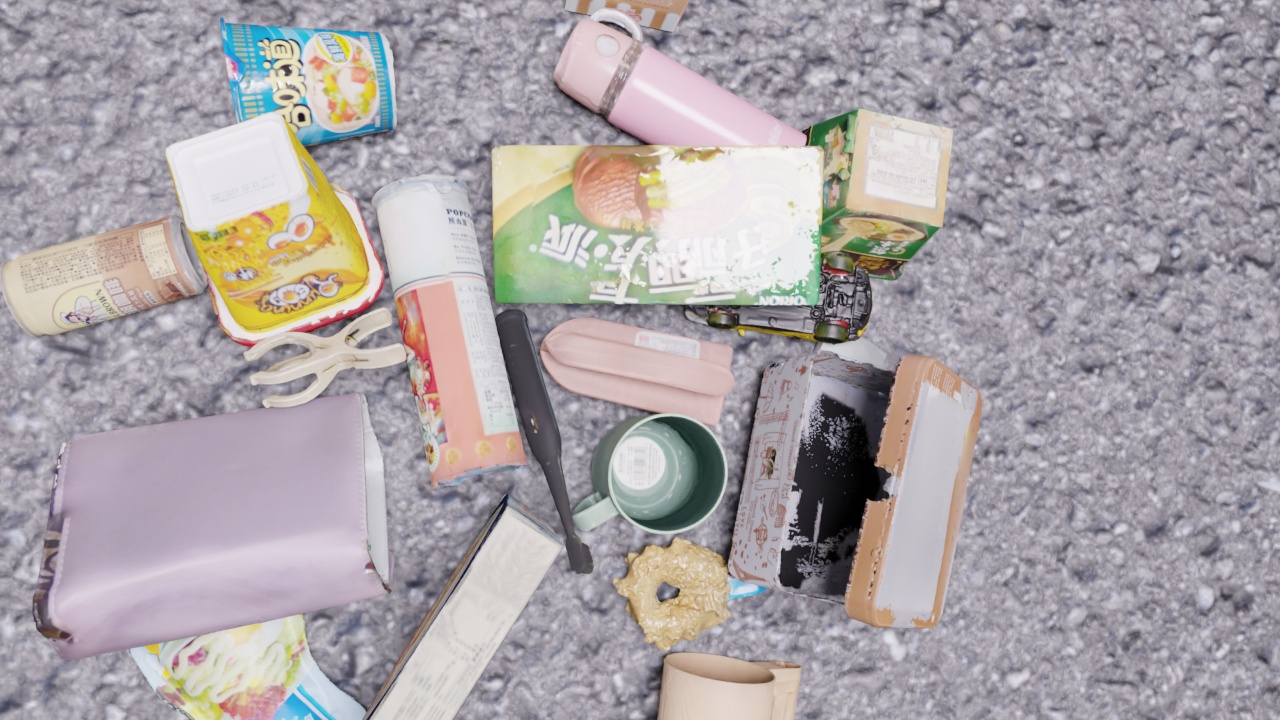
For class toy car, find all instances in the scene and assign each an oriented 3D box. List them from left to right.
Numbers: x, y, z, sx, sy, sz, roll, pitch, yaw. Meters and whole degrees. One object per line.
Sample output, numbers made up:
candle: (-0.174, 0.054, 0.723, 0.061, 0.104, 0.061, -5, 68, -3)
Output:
toy car: (0.108, -0.054, 0.733, 0.156, 0.041, 0.071, 6, 82, 3)

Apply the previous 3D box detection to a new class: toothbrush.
toothbrush: (-0.068, 0.053, 0.652, 0.026, 0.027, 0.212, -31, 58, 17)

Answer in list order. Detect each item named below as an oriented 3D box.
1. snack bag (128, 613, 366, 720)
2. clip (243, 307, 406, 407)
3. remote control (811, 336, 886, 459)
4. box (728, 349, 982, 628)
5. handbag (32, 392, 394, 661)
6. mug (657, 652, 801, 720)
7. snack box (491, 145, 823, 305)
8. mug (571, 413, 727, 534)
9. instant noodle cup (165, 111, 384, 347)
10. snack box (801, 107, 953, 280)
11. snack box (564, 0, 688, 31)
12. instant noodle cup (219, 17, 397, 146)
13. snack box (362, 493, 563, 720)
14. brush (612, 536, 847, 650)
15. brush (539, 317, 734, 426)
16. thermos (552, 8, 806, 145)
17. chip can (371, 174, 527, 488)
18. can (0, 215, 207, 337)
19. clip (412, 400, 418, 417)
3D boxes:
snack bag: (-0.264, 0.245, 0.646, 0.110, 0.039, 0.191, -31, 92, -22)
clip: (-0.210, 0.005, 0.619, 0.103, 0.035, 0.076, -11, 49, -9)
remote control: (0.151, 0.042, 0.746, 0.056, 0.019, 0.135, 26, 81, -7)
box: (0.171, 0.093, 0.647, 0.148, 0.158, 0.181, 15, 79, -17)
handbag: (-0.269, 0.109, 0.602, 0.197, 0.144, 0.099, -10, 129, -10)
mug: (0.067, 0.281, 0.688, 0.124, 0.084, 0.103, 12, 84, -36)
snack box: (0.012, -0.099, 0.677, 0.240, 0.063, 0.114, 1, 99, 1)
mug: (-0.002, 0.088, 0.669, 0.111, 0.106, 0.082, -32, 92, -12)
instant noodle cup: (-0.248, -0.089, 0.616, 0.116, 0.124, 0.116, -22, 65, -11)
snack box: (0.185, -0.136, 0.723, 0.117, 0.106, 0.118, 9, 84, -10)
snack box: (-0.004, -0.318, 0.709, 0.092, 0.094, 0.077, 8, 84, -10)
instant noodle cup: (-0.236, -0.197, 0.663, 0.109, 0.099, 0.099, -9, 87, -19)
snack box: (-0.120, 0.178, 0.602, 0.046, 0.183, 0.177, 33, 81, -4)
brush: (0.103, 0.169, 0.721, 0.254, 0.046, 0.083, -6, 82, -15)
brush: (-0.004, 0.004, 0.694, 0.145, 0.073, 0.063, 13, 84, -7)
thermos: (0.033, -0.203, 0.724, 0.198, 0.067, 0.087, 28, 66, -6)
chip can: (-0.137, -0.020, 0.660, 0.071, 0.071, 0.214, -12, 81, -11)
can: (-0.370, -0.059, 0.640, 0.116, 0.058, 0.058, -17, 88, -11)
clip: (-0.148, 0.022, 0.696, 0.024, 0.028, 0.056, 44, 70, -11)
